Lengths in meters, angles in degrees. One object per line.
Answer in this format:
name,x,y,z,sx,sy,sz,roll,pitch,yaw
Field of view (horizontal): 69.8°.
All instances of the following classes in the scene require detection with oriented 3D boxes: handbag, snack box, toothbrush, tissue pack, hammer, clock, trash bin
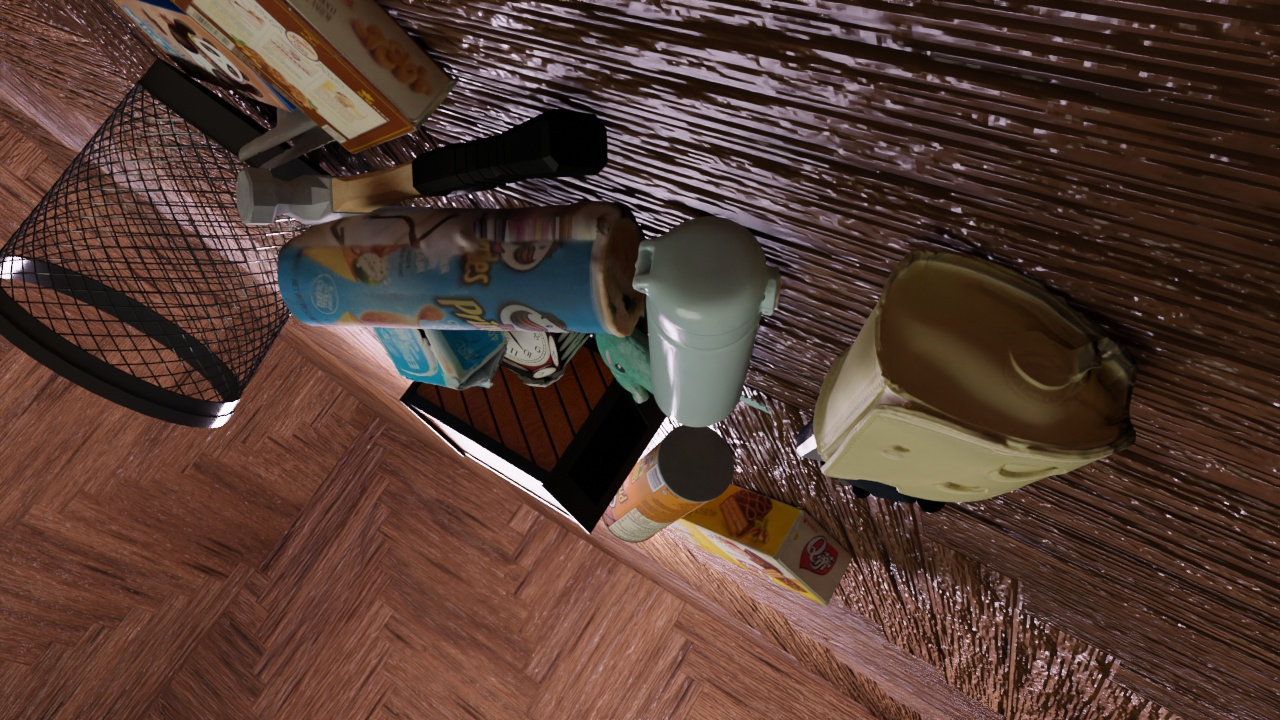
handbag,0.146,0.017,0.415,0.111,0.081,0.119,19,161,5
snack box,-0.198,-0.193,0.548,0.143,0.041,0.147,42,163,-28
toothbrush,0.000,-0.041,0.664,0.013,0.013,0.167,32,167,10
snack box,0.114,0.190,1.031,0.110,0.061,0.231,44,162,-32
tissue pack,-0.167,-0.038,0.701,0.093,0.061,0.144,2,128,45
snack box,-0.311,-0.235,0.664,0.151,0.034,0.087,25,163,33
hammer,-0.139,-0.116,0.585,0.131,0.039,0.329,-5,-174,-41
clock,-0.098,-0.037,0.755,0.114,0.064,0.155,36,148,3
trash bin,-0.097,0.046,0.876,0.172,0.139,0.140,27,163,25
trash bin,-0.380,-0.099,0.770,0.218,0.227,0.218,36,180,0

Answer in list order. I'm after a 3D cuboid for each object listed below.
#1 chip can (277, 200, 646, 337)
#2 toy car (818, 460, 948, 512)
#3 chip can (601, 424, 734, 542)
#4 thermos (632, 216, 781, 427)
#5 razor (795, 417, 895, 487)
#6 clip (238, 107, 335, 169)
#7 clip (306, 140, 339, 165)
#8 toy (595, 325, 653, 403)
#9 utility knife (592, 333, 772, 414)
chip can,-0.113,-0.057,0.575,0.230,0.079,0.080,2,153,20
toy car,0.166,0.074,0.628,0.046,0.034,0.112,40,164,-19
chip can,0.021,0.131,0.941,0.075,0.075,0.216,35,153,-2
thermos,0.038,-0.016,0.558,0.078,0.065,0.207,10,161,5
razor,0.133,0.046,0.581,0.060,0.057,0.156,65,169,-5
clip,-0.248,-0.181,0.666,0.050,0.102,0.058,49,-157,-65
clip,-0.270,-0.183,0.749,0.049,0.044,0.054,12,174,-20
toy,-0.004,0.004,0.707,0.085,0.033,0.105,58,167,-17
utility knife,0.029,0.009,0.738,0.179,0.017,0.030,27,168,34
